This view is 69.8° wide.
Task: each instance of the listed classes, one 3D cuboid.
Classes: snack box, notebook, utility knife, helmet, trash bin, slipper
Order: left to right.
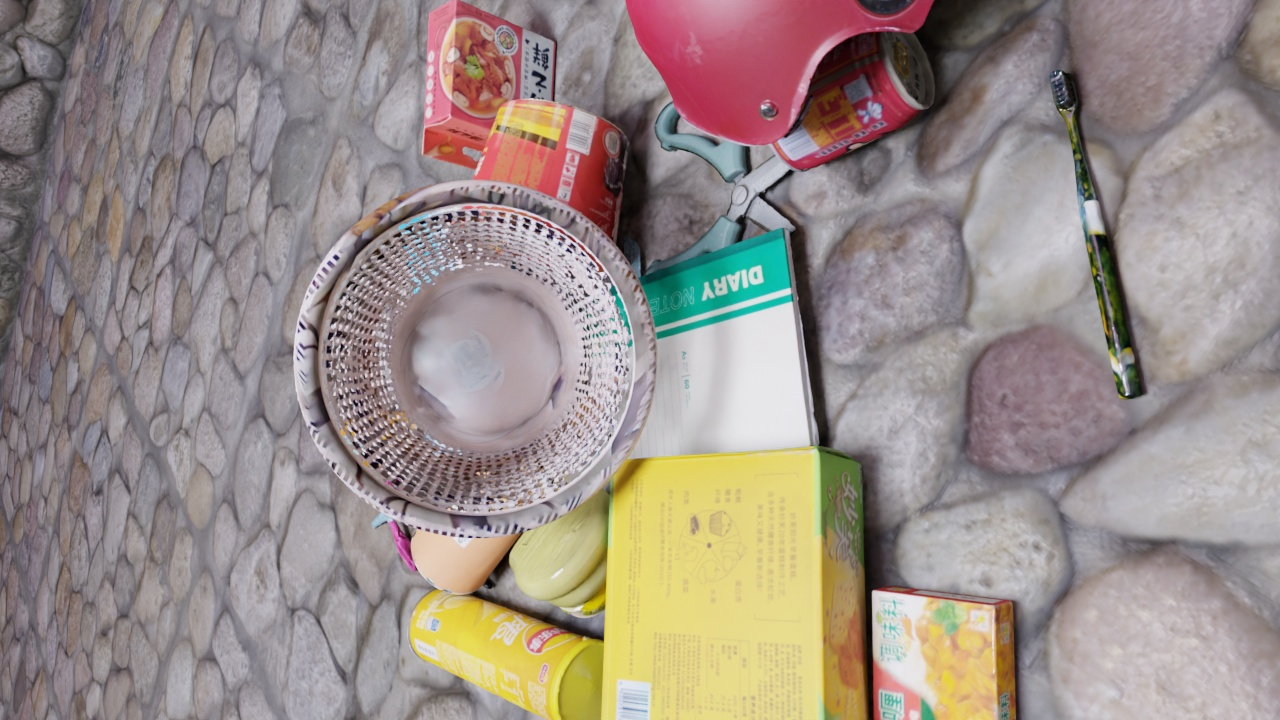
[{"bbox_3d":[-0.114,0.000,0.666,0.192,0.227,0.227,-179,95,-82],"label":"trash bin"},{"bbox_3d":[-0.132,-0.234,0.813,0.044,0.113,0.127,-1,86,43],"label":"snack box"},{"bbox_3d":[-0.046,0.149,0.700,0.091,0.081,0.191,-54,9,-15],"label":"slipper"},{"bbox_3d":[-0.004,0.004,0.735,0.031,0.022,0.213,-6,77,41],"label":"utility knife"},{"bbox_3d":[0.032,0.001,0.678,0.210,0.012,0.150,-14,77,43],"label":"notebook"},{"bbox_3d":[0.059,0.165,0.583,0.158,0.070,0.209,-8,73,34],"label":"snack box"},{"bbox_3d":[0.086,-0.255,0.531,0.240,0.144,0.206,-36,29,20],"label":"helmet"},{"bbox_3d":[0.173,0.213,0.525,0.077,0.027,0.155,-5,82,46],"label":"snack box"}]

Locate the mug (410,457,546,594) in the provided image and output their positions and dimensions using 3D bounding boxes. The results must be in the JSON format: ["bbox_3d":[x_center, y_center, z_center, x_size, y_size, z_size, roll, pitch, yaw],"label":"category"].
[{"bbox_3d":[-0.138,0.140,0.802,0.123,0.078,0.078,-49,55,31],"label":"mug"}]

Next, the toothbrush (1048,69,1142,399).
[{"bbox_3d":[0.243,-0.070,0.492,0.012,0.017,0.185,-15,76,35],"label":"toothbrush"}]

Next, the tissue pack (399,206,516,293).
[{"bbox_3d":[-0.162,-0.085,0.841,0.090,0.063,0.140,-25,58,4],"label":"tissue pack"}]

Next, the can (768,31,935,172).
[{"bbox_3d":[0.129,-0.167,0.580,0.094,0.066,0.066,-20,72,42],"label":"can"}]

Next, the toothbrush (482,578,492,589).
[{"bbox_3d":[-0.199,0.175,0.906,0.189,0.014,0.016,31,108,41],"label":"toothbrush"}]

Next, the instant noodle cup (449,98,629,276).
[{"bbox_3d":[-0.071,-0.138,0.738,0.138,0.137,0.108,8,83,45],"label":"instant noodle cup"}]

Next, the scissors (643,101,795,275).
[{"bbox_3d":[0.045,-0.129,0.694,0.171,0.019,0.179,-40,58,36],"label":"scissors"}]

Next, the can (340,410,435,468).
[{"bbox_3d":[-0.246,0.080,0.930,0.146,0.058,0.058,-4,83,44],"label":"can"}]

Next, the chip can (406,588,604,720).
[{"bbox_3d":[-0.112,0.247,0.772,0.214,0.072,0.072,2,87,45],"label":"chip can"}]

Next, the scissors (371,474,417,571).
[{"bbox_3d":[-0.258,0.163,0.951,0.134,0.017,0.135,-39,74,52],"label":"scissors"}]

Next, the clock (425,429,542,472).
[{"bbox_3d":[-0.131,0.034,0.822,0.159,0.059,0.117,-41,58,36],"label":"clock"}]
